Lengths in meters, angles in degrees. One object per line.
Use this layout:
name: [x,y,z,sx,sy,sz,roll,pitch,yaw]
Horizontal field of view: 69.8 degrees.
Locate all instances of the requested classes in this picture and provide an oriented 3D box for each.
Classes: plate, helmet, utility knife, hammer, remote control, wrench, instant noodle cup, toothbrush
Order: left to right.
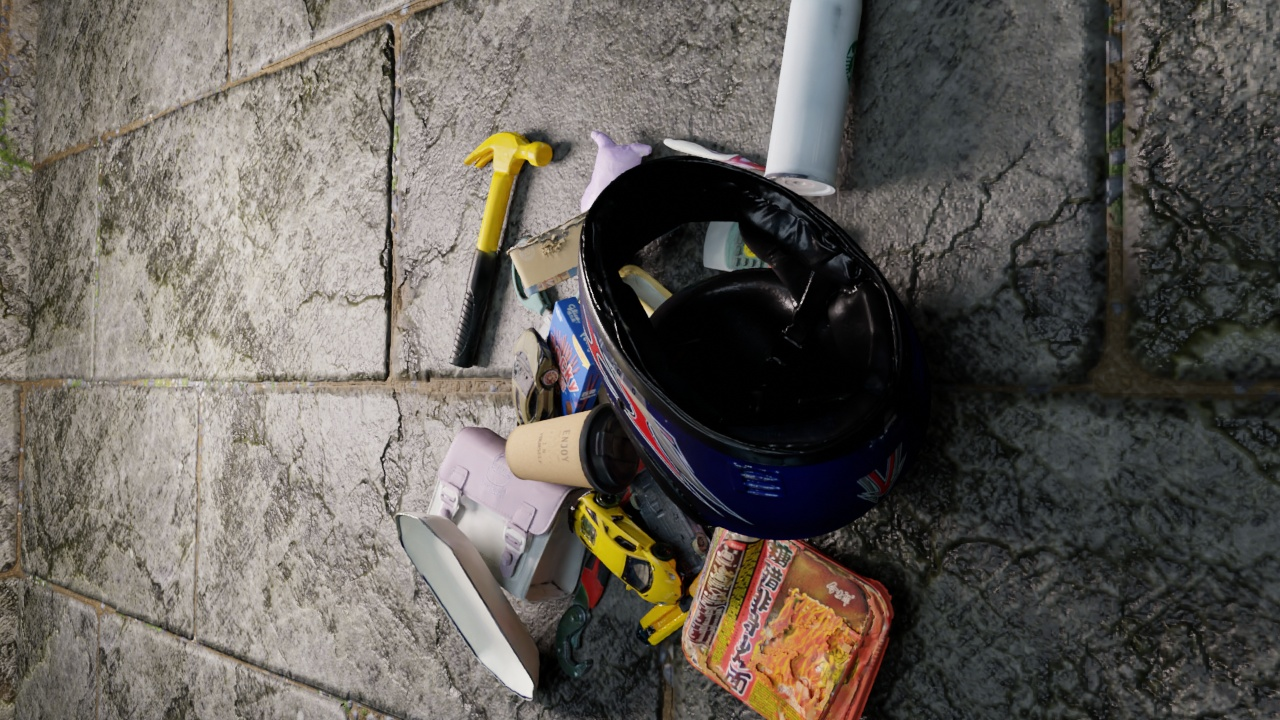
plate: [-0.192,0.276,1.058,0.162,0.034,0.266,-10,113,56]
hammer: [-0.194,-0.137,1.152,0.129,0.032,0.301,22,102,38]
wrench: [-0.042,0.230,1.022,0.056,0.016,0.274,28,106,33]
utility knife: [0.061,0.237,0.936,0.204,0.015,0.033,-44,64,28]
toothbrush: [0.095,-0.207,0.927,0.188,0.016,0.017,25,96,37]
helmet: [0.088,0.002,0.774,0.247,0.241,0.315,-38,69,-10]
remote control: [0.121,-0.109,0.899,0.135,0.019,0.056,16,98,39]
instant noodle cup: [0.139,0.239,0.831,0.189,0.079,0.165,27,105,38]

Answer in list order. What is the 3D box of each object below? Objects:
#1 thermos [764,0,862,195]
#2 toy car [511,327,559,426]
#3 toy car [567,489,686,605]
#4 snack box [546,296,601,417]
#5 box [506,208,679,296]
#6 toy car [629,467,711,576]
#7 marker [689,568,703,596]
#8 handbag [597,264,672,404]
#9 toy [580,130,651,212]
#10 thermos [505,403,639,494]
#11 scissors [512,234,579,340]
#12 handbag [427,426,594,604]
thermos: [0.164,-0.268,0.837,0.073,0.073,0.224,8,89,39]
toy car: [-0.119,0.035,1.033,0.070,0.042,0.158,44,142,47]
toy car: [-0.014,0.196,0.952,0.156,0.041,0.071,37,133,28]
snack box: [-0.076,0.009,1.004,0.084,0.026,0.157,61,153,24]
box: [-0.046,-0.131,0.971,0.185,0.089,0.061,-19,100,27]
toy car: [0.033,0.164,0.950,0.054,0.036,0.120,-37,76,37]
marker: [0.085,0.184,0.908,0.124,0.015,0.018,-57,40,10]
handbag: [-0.006,0.006,0.983,0.163,0.063,0.179,44,129,32]
toy: [-0.036,-0.196,1.019,0.084,0.038,0.108,28,112,32]
thermos: [-0.070,0.093,0.959,0.143,0.093,0.093,-6,84,36]
scissors: [-0.088,-0.089,1.072,0.179,0.019,0.170,-29,69,34]
handbag: [-0.154,0.174,1.070,0.197,0.098,0.145,23,97,37]
